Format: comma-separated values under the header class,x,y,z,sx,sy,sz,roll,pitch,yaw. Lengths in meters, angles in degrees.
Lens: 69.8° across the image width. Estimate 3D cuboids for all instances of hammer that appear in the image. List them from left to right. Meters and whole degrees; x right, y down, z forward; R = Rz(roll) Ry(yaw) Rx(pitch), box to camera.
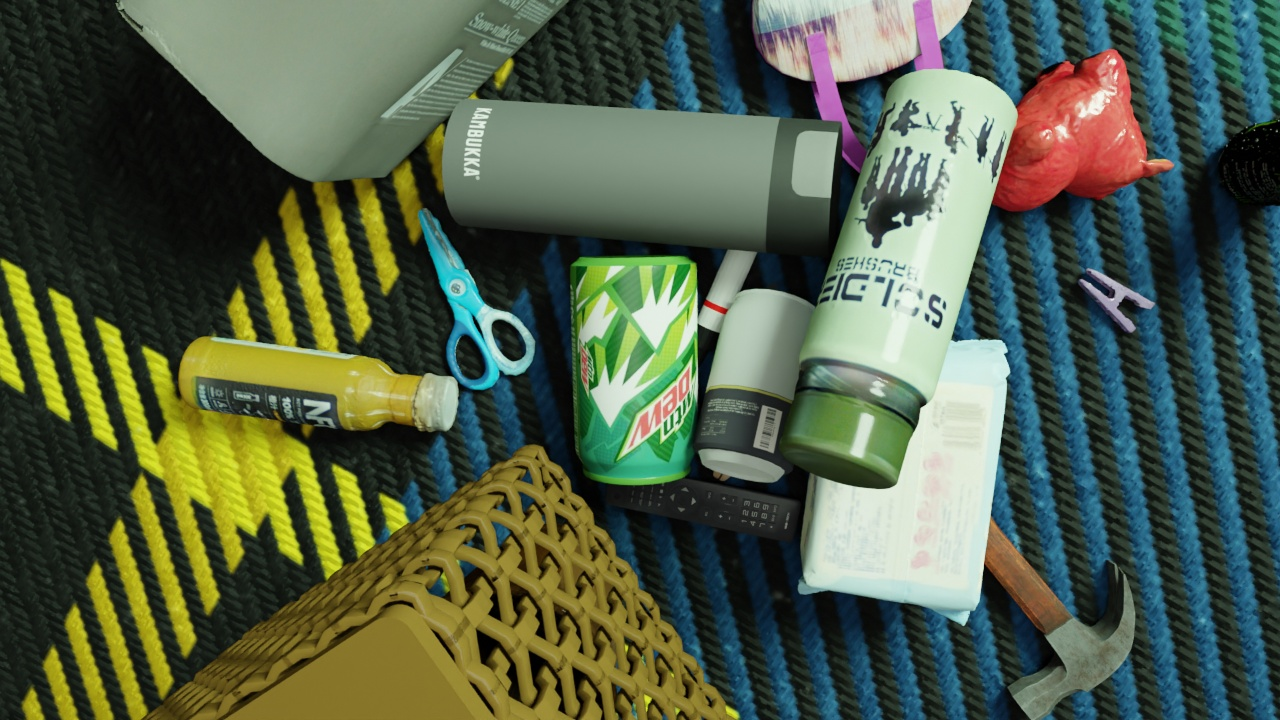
class,x,y,z,sx,sy,sz,roll,pitch,yaw
hammer,0.220,0.102,0.629,0.111,0.028,0.300,-40,92,10

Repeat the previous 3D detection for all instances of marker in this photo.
class,x,y,z,sx,sy,sz,roll,pitch,yaw
marker,0.061,-0.055,0.626,0.019,0.019,0.146,24,100,2

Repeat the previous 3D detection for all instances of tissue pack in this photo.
class,x,y,z,sx,sy,sz,roll,pitch,yaw
tissue pack,0.163,0.074,0.583,0.112,0.070,0.182,5,102,7

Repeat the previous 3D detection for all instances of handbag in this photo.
class,x,y,z,sx,sy,sz,roll,pitch,yaw
handbag,0.144,-0.199,0.581,0.144,0.068,0.170,-16,103,6

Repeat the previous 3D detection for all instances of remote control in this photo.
class,x,y,z,sx,sy,sz,roll,pitch,yaw
remote control,0.044,0.099,0.651,0.136,0.015,0.032,11,99,6

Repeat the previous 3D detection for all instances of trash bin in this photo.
class,x,y,z,sx,sy,sz,roll,pitch,yaw
trash bin,-0.157,-0.239,0.542,0.197,0.197,0.220,45,105,-3

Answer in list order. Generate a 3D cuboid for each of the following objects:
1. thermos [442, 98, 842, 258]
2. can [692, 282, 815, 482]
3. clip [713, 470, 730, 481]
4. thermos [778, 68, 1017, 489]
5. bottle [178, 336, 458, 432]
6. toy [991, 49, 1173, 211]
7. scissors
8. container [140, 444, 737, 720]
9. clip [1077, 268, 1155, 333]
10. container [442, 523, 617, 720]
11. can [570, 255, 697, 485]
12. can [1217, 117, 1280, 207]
class,x,y,z,sx,sy,sz,roll,pitch,yaw
thermos,0.004,-0.116,0.578,0.240,0.082,0.082,6,98,11
can,0.078,0.011,0.596,0.064,0.064,0.127,14,75,3
clip,0.073,0.058,0.640,0.039,0.024,0.060,15,107,6
thermos,0.140,-0.043,0.516,0.082,0.082,0.231,20,78,2
bottle,-0.224,0.020,0.647,0.186,0.053,0.053,7,98,4
toy,0.253,-0.116,0.571,0.133,0.088,0.094,-38,104,10
scissors,-0.125,-0.046,0.649,0.066,0.015,0.135,-23,98,10
container,-0.083,0.218,0.408,0.220,0.214,0.251,-34,94,9
clip,0.312,-0.036,0.608,0.052,0.014,0.041,13,101,1
container,-0.071,0.180,0.597,0.132,0.167,0.132,1,98,5
can,-0.004,0.004,0.608,0.083,0.083,0.144,0,98,5
can,0.389,-0.116,0.525,0.054,0.137,0.054,1,98,5
